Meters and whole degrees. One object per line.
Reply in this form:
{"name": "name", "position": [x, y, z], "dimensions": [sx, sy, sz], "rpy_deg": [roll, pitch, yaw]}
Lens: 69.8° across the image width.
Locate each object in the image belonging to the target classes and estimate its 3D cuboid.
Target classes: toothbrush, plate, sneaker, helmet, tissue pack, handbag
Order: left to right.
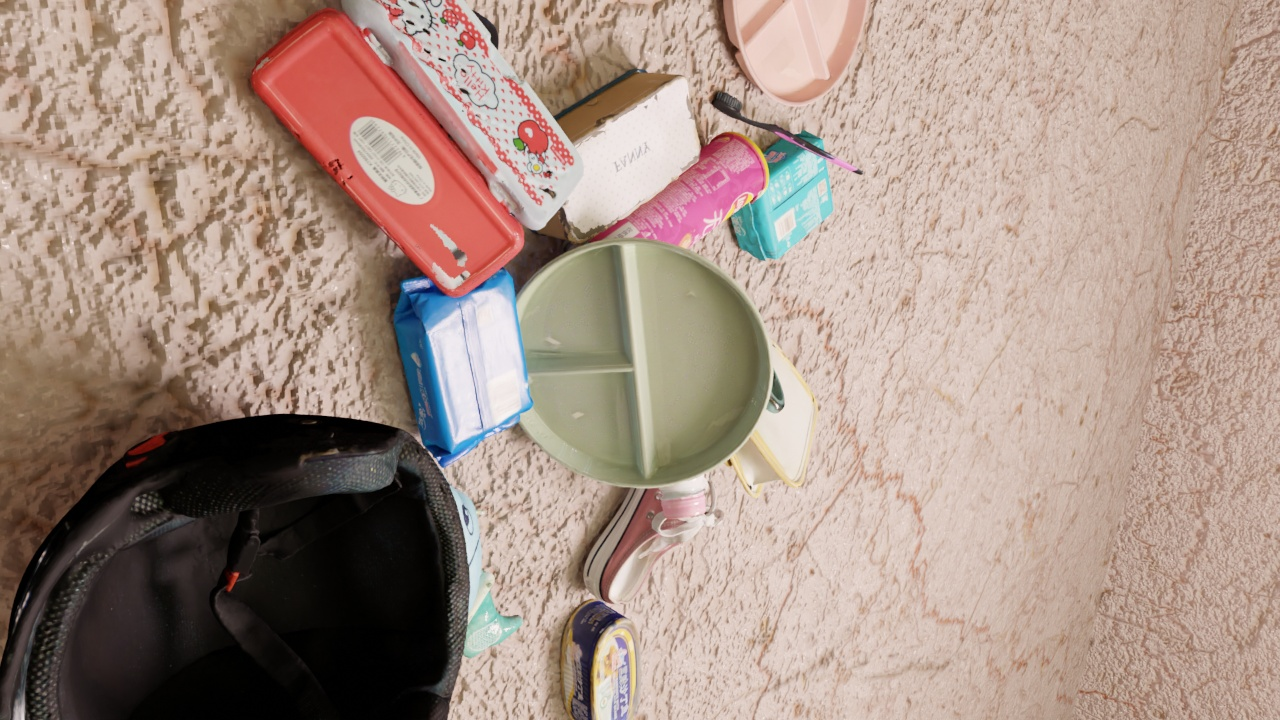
{"name": "helmet", "position": [-0.231, 0.149, 0.539], "dimensions": [0.274, 0.231, 0.233], "rpy_deg": [-14, 100, -45]}
{"name": "toothbrush", "position": [-0.174, 0.262, 0.782], "dimensions": [0.029, 0.020, 0.189], "rpy_deg": [27, 95, -43]}
{"name": "tissue pack", "position": [-0.138, -0.002, 0.715], "dimensions": [0.094, 0.052, 0.157], "rpy_deg": [-29, 124, -39]}
{"name": "plate", "position": [-0.005, 0.005, 0.769], "dimensions": [0.027, 0.230, 0.230], "rpy_deg": [-79, 166, -63]}
{"name": "sneaker", "position": [0.036, 0.146, 0.933], "dimensions": [0.240, 0.088, 0.118], "rpy_deg": [-58, 138, -17]}
{"name": "handbag", "position": [0.110, 0.036, 0.964], "dimensions": [0.179, 0.063, 0.163], "rpy_deg": [54, 32, -19]}
{"name": "tissue pack", "position": [0.149, -0.174, 0.961], "dimensions": [0.133, 0.050, 0.093], "rpy_deg": [-39, 128, -31]}
{"name": "toothbrush", "position": [0.151, -0.225, 0.919], "dimensions": [0.189, 0.014, 0.017], "rpy_deg": [18, 80, -25]}
{"name": "plate", "position": [0.156, -0.371, 0.908], "dimensions": [0.228, 0.028, 0.230], "rpy_deg": [-19, 117, -41]}

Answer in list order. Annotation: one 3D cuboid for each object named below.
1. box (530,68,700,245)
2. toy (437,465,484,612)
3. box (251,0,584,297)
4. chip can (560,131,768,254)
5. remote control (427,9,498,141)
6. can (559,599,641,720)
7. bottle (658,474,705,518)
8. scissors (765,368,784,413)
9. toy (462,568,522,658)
{"name": "box", "position": [-0.022, -0.176, 0.768], "dimensions": [0.183, 0.063, 0.090], "rpy_deg": [-40, 131, -33]}
{"name": "toy", "position": [-0.160, 0.167, 0.728], "dimensions": [0.156, 0.050, 0.161], "rpy_deg": [-40, 120, -72]}
{"name": "box", "position": [-0.137, -0.157, 0.618], "dimensions": [0.160, 0.064, 0.201], "rpy_deg": [-47, 120, -12]}
{"name": "chip can", "position": [0.025, -0.130, 0.829], "dimensions": [0.210, 0.071, 0.071], "rpy_deg": [-39, 130, -30]}
{"name": "remote control", "position": [-0.142, -0.184, 0.659], "dimensions": [0.053, 0.024, 0.136], "rpy_deg": [20, 90, -45]}
{"name": "can", "position": [-0.040, 0.322, 0.952], "dimensions": [0.074, 0.049, 0.148], "rpy_deg": [-21, 119, -42]}
{"name": "bottle", "position": [0.026, 0.046, 0.851], "dimensions": [0.068, 0.068, 0.197], "rpy_deg": [-6, 87, -46]}
{"name": "scissors", "position": [0.081, -0.014, 0.893], "dimensions": [0.176, 0.019, 0.171], "rpy_deg": [60, 31, -2]}
{"name": "toy", "position": [-0.153, 0.223, 0.807], "dimensions": [0.096, 0.030, 0.092], "rpy_deg": [-26, 118, -30]}
